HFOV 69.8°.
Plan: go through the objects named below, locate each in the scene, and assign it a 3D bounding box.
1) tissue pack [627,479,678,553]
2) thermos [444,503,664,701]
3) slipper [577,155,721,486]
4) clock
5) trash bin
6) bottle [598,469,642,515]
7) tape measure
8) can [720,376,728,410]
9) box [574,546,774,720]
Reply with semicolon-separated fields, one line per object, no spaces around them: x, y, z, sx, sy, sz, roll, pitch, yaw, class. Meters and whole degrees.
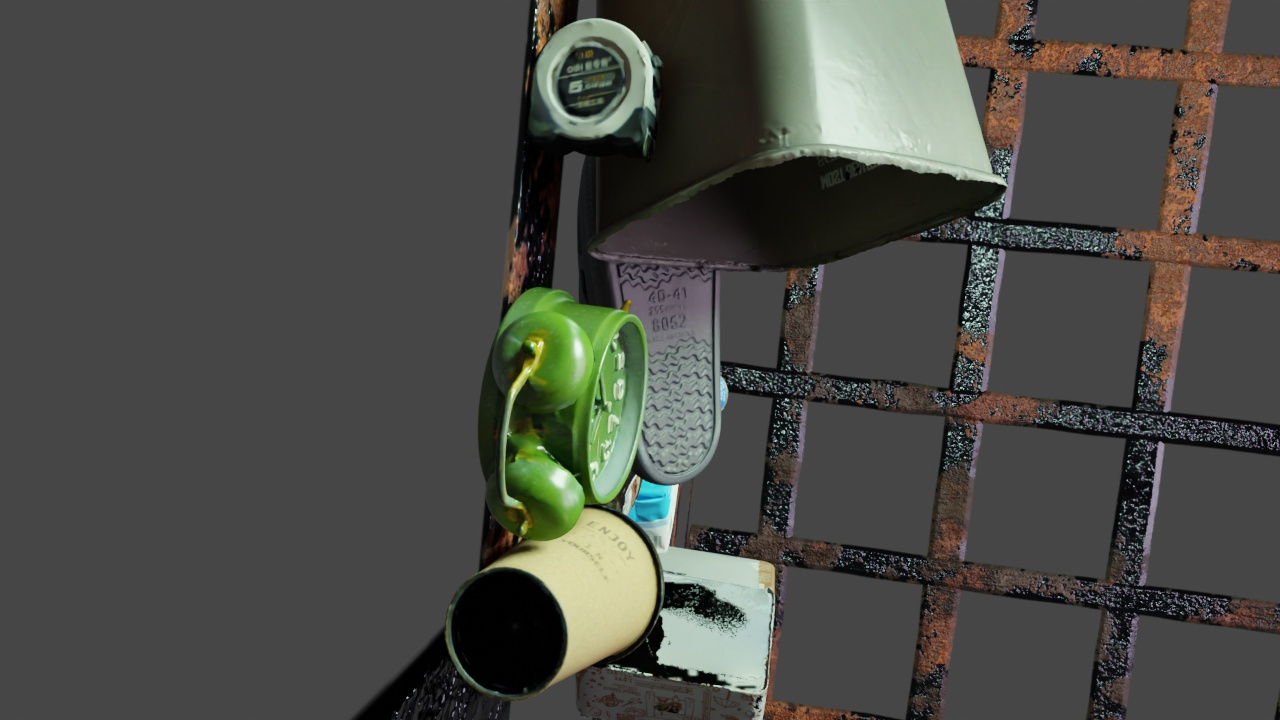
0.003;0.121;0.920;0.139;0.063;0.090;-78;169;-48;tissue pack
-0.043;0.126;0.484;0.143;0.093;0.093;13;84;-75;thermos
-0.005;-0.047;0.645;0.110;0.083;0.268;-9;97;-39;slipper
-0.041;0.025;0.469;0.161;0.056;0.116;-37;132;-69;clock
0.077;-0.180;0.548;0.199;0.198;0.219;-16;-104;53;trash bin
-0.035;0.134;0.711;0.194;0.044;0.080;-65;168;-65;bottle
-0.022;-0.138;0.470;0.033;0.066;0.066;16;82;-79;tape measure
0.039;0.035;0.896;0.134;0.053;0.053;-1;98;-65;can
0.044;0.251;0.919;0.271;0.178;0.107;-62;159;-68;box
